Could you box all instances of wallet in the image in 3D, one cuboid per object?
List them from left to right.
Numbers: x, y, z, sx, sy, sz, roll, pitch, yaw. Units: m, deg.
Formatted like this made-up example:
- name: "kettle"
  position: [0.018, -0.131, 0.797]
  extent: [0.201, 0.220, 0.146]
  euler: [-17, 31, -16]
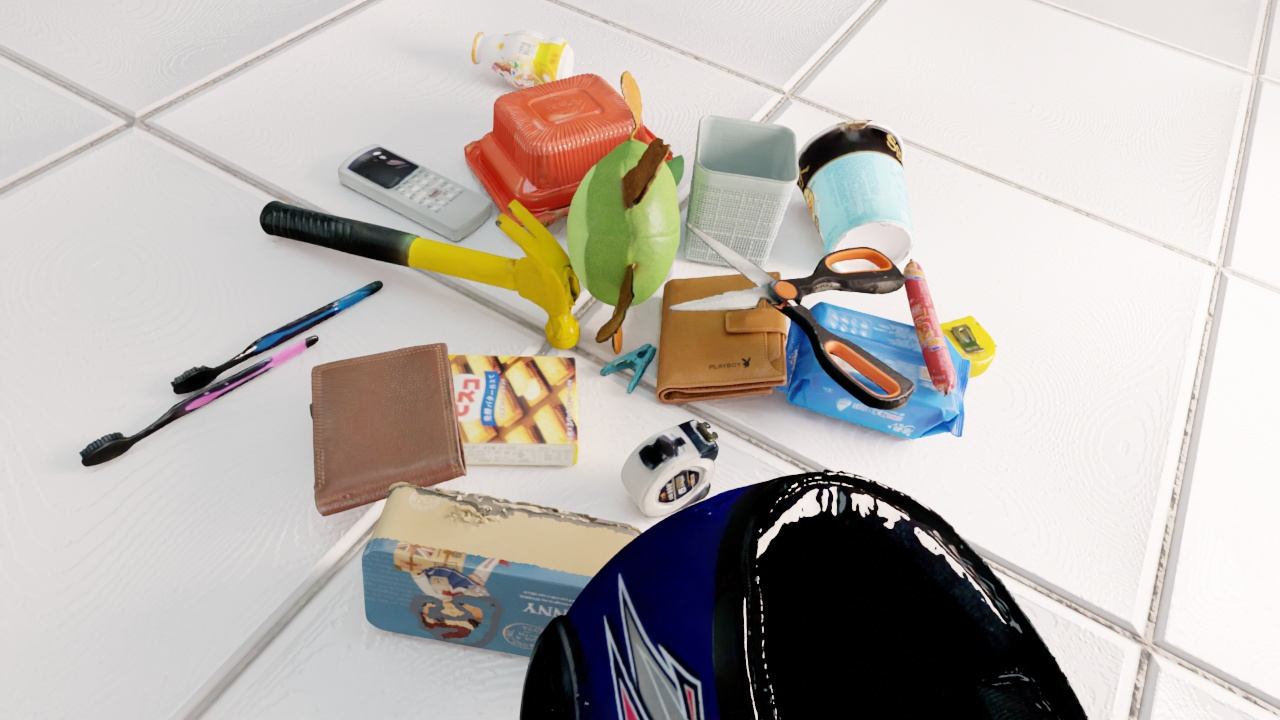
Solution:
- name: "wallet"
  position: [-0.178, 0.044, 0.643]
  extent: [0.101, 0.032, 0.124]
  euler: [-12, 49, -8]
- name: "wallet"
  position: [0.069, -0.022, 0.769]
  extent: [0.108, 0.031, 0.131]
  euler: [-5, 47, 12]

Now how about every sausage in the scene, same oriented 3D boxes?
- name: "sausage"
  position: [0.235, -0.031, 0.753]
  extent: [0.020, 0.020, 0.155]
  euler: [4, 47, -5]

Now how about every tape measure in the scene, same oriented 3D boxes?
- name: "tape measure"
  position: [0.020, 0.079, 0.659]
  extent: [0.065, 0.066, 0.033]
  euler: [-18, 49, -26]
- name: "tape measure"
  position: [0.285, -0.014, 0.812]
  extent: [0.060, 0.029, 0.057]
  euler: [-15, 52, -21]

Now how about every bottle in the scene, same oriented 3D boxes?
- name: "bottle"
  position: [-0.131, -0.334, 1.016]
  extent: [0.108, 0.063, 0.063]
  euler: [15, 47, 4]

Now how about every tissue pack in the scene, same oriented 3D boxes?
- name: "tissue pack"
  position: [0.194, 0.011, 0.759]
  extent: [0.157, 0.052, 0.094]
  euler: [15, 49, 5]

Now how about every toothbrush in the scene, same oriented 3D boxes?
- name: "toothbrush"
  position: [-0.326, 0.025, 0.691]
  extent: [0.018, 0.014, 0.188]
  euler: [29, 48, 33]
- name: "toothbrush"
  position: [-0.288, -0.023, 0.741]
  extent: [0.016, 0.014, 0.189]
  euler: [18, 42, 41]

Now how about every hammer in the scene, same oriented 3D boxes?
- name: "hammer"
  position: [-0.190, -0.093, 0.771]
  extent: [0.301, 0.129, 0.032]
  euler: [14, 49, 18]

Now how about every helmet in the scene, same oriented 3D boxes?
- name: "helmet"
  position: [0.063, 0.217, 0.415]
  extent: [0.247, 0.241, 0.314]
  euler: [22, 35, -19]

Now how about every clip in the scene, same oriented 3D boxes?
- name: "clip"
  position: [-0.005, 0.004, 0.761]
  extent: [0.034, 0.013, 0.054]
  euler: [36, 54, 21]

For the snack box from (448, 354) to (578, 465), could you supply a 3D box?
- name: "snack box"
  position: [-0.118, 0.037, 0.699]
  extent: [0.140, 0.034, 0.086]
  euler: [0, 48, -5]

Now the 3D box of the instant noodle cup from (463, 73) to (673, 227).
- name: "instant noodle cup"
  position: [-0.068, -0.214, 0.896]
  extent: [0.188, 0.079, 0.164]
  euler: [-20, 47, -19]

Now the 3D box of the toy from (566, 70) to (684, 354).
- name: "toy"
  position: [-0.011, -0.112, 0.733]
  extent: [0.090, 0.227, 0.246]
  euler: [7, 18, -1]

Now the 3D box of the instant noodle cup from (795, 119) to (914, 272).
- name: "instant noodle cup"
  position: [0.209, -0.149, 0.879]
  extent: [0.111, 0.111, 0.120]
  euler: [2, 55, -8]

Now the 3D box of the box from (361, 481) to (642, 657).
- name: "box"
  position: [-0.078, 0.137, 0.575]
  extent: [0.184, 0.090, 0.061]
  euler: [10, 41, 2]

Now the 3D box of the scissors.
- name: "scissors"
  position: [0.132, -0.043, 0.732]
  extent: [0.234, 0.022, 0.221]
  euler: [-18, 58, -31]

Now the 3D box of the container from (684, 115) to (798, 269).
- name: "container"
  position: [0.088, -0.151, 0.850]
  extent: [0.090, 0.112, 0.089]
  euler: [8, 46, -2]

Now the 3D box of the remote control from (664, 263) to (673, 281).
- name: "remote control"
  position: [0.003, -0.126, 0.876]
  extent: [0.056, 0.020, 0.135]
  euler: [4, 48, -4]

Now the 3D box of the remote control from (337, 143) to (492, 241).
- name: "remote control"
  position: [-0.216, -0.163, 0.874]
  extent: [0.150, 0.021, 0.058]
  euler: [27, 49, 15]
